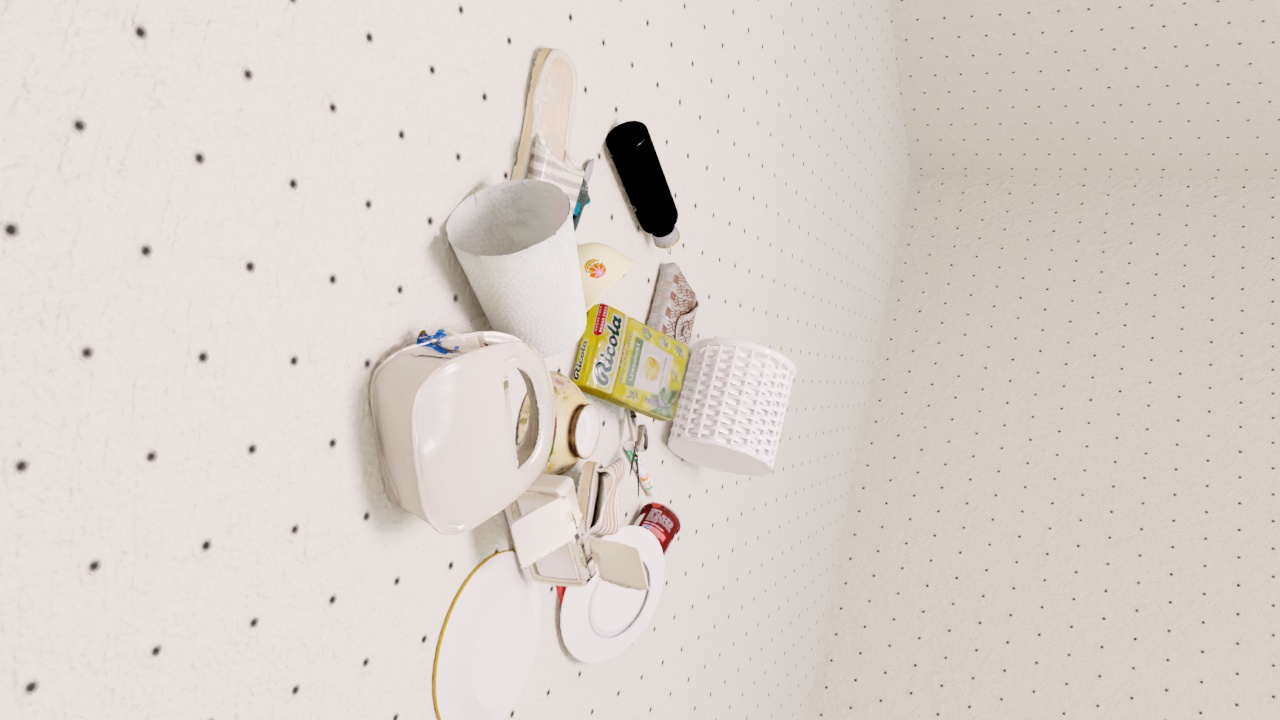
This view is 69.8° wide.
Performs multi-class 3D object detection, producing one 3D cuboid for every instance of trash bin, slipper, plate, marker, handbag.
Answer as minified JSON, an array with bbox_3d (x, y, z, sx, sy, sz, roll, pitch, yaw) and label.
[{"bbox_3d":[-0.125,-0.094,1.006,0.161,0.133,0.133,78,30,-44],"label":"trash bin"},{"bbox_3d":[-0.107,-0.239,1.101,0.114,0.054,0.272,20,77,-70],"label":"slipper"},{"bbox_3d":[-0.174,0.348,1.118,0.229,0.021,0.230,6,90,-66],"label":"plate"},{"bbox_3d":[0.001,0.177,1.470,0.145,0.017,0.017,67,37,-47],"label":"marker"},{"bbox_3d":[-0.032,0.342,1.331,0.208,0.015,0.209,-16,114,-43],"label":"plate"},{"bbox_3d":[0.051,-0.053,1.493,0.124,0.047,0.185,47,53,-58],"label":"handbag"},{"bbox_3d":[-0.048,0.187,1.241,0.263,0.052,0.115,62,37,-80],"label":"slipper"},{"bbox_3d":[-0.174,0.061,0.945,0.199,0.093,0.201,-20,115,-44],"label":"handbag"}]

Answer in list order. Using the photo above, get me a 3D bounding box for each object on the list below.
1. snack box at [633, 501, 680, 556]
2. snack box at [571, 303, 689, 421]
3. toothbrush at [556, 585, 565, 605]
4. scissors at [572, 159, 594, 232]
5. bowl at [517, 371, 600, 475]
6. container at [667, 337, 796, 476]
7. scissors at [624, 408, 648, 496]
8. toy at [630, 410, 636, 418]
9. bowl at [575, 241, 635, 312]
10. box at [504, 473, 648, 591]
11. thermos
[{"bbox_3d":[0.009,0.291,1.450,0.121,0.072,0.072,-54,142,-47],"label":"snack box"},{"bbox_3d":[-0.008,0.008,1.296,0.180,0.045,0.121,25,72,-37],"label":"snack box"},{"bbox_3d":[-0.102,0.333,1.277,0.012,0.018,0.213,-51,140,-50],"label":"toothbrush"},{"bbox_3d":[-0.082,-0.203,1.201,0.135,0.019,0.139,-35,126,-62],"label":"scissors"},{"bbox_3d":[-0.095,0.088,1.182,0.145,0.063,0.145,4,90,-66],"label":"bowl"},{"bbox_3d":[0.158,0.083,1.587,0.189,0.189,0.186,48,54,-59],"label":"container"},{"bbox_3d":[-0.007,0.124,1.403,0.157,0.013,0.171,-2,83,-77],"label":"scissors"},{"bbox_3d":[-0.005,0.038,1.363,0.076,0.062,0.100,87,1,-61],"label":"toy"},{"bbox_3d":[-0.074,-0.108,1.159,0.074,0.118,0.117,45,38,-4],"label":"bowl"},{"bbox_3d":[-0.090,0.220,1.072,0.098,0.184,0.143,-44,125,-53],"label":"box"},{"bbox_3d":[0.014,-0.243,1.349,0.231,0.061,0.061,64,40,-50],"label":"thermos"}]
